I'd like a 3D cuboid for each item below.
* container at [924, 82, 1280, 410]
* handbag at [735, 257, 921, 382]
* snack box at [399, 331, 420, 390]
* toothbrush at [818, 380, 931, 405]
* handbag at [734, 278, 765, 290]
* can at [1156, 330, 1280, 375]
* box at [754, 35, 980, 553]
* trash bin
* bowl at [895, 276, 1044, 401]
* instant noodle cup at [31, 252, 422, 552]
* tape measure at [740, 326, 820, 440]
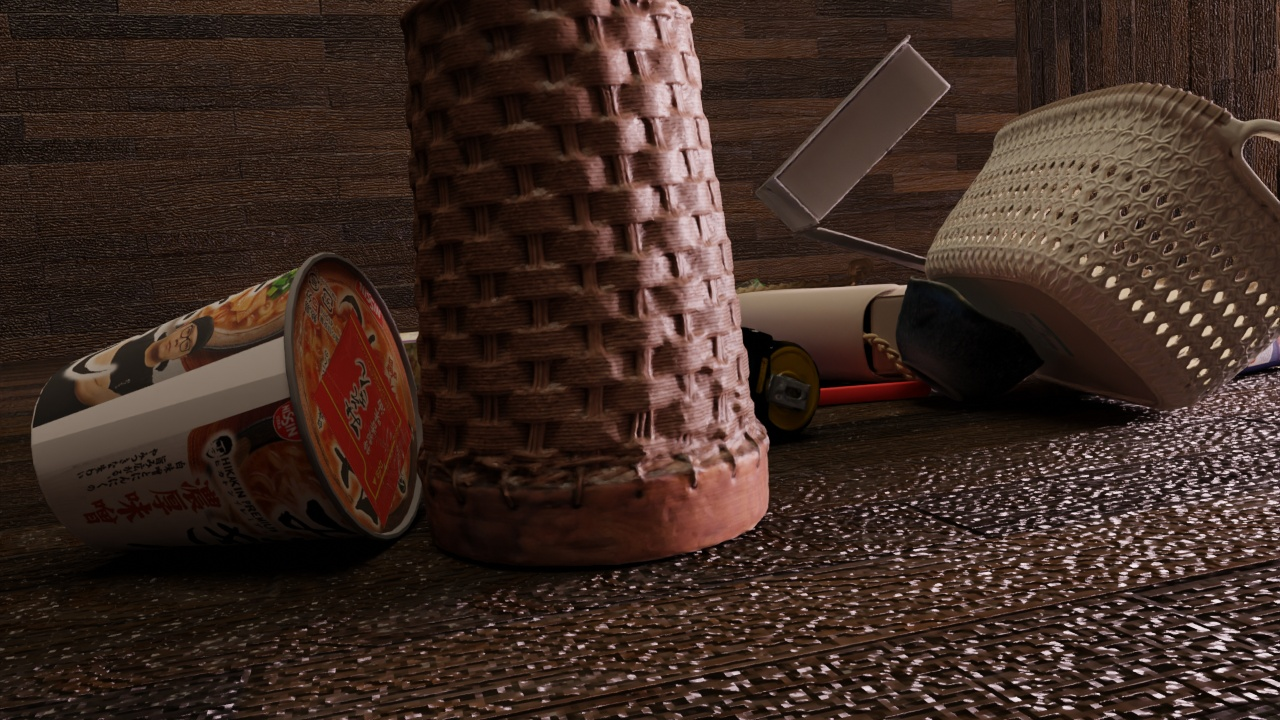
[{"bbox_3d":[0.302,-0.068,0.598,0.143,0.184,0.246,-49,7,1],"label":"container"},{"bbox_3d":[0.190,-0.036,0.794,0.208,0.103,0.211,-9,7,-42],"label":"handbag"},{"bbox_3d":[-0.225,0.001,0.771,0.148,0.040,0.143,-5,6,-8],"label":"snack box"},{"bbox_3d":[0.105,0.028,0.668,0.212,0.012,0.018,-5,5,-3],"label":"toothbrush"},{"bbox_3d":[0.053,-0.031,0.909,0.175,0.074,0.151,-26,10,-17],"label":"handbag"},{"bbox_3d":[0.424,-0.020,0.696,0.092,0.056,0.116,-8,7,-27],"label":"can"},{"bbox_3d":[0.245,-0.060,0.857,0.173,0.422,0.167,-22,5,5],"label":"box"},{"bbox_3d":[-0.024,-0.036,0.392,0.151,0.210,0.151,-3,6,0],"label":"trash bin"},{"bbox_3d":[0.217,-0.007,0.635,0.110,0.055,0.110,35,3,-2],"label":"bowl"},{"bbox_3d":[-0.175,0.028,0.395,0.122,0.123,0.123,-13,5,6],"label":"instant noodle cup"},{"bbox_3d":[0.079,0.017,0.544,0.061,0.061,0.034,13,-6,-31],"label":"tape measure"}]
